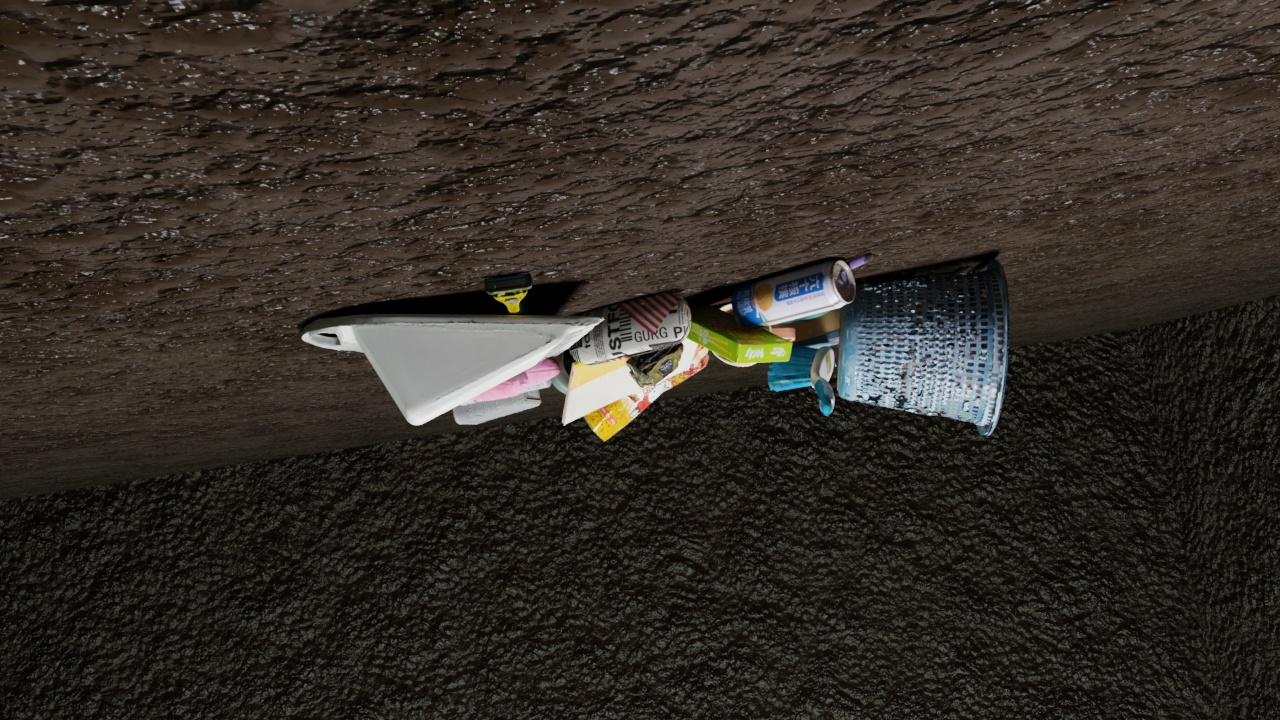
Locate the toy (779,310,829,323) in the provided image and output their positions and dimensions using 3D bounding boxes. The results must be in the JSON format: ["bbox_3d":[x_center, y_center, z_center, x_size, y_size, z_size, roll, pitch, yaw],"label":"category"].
[{"bbox_3d":[0.224,-0.069,1.284,0.092,0.030,0.096,-7,180,8],"label":"toy"}]

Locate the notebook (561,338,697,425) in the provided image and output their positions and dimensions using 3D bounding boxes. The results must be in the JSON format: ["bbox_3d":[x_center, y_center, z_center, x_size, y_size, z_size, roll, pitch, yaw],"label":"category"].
[{"bbox_3d":[-0.007,0.007,1.212,0.205,0.010,0.146,-23,153,-24],"label":"notebook"}]

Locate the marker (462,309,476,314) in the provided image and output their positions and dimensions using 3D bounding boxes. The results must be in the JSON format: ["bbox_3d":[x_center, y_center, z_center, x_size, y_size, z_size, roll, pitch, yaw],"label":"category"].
[{"bbox_3d":[-0.207,-0.035,1.021,0.016,0.017,0.146,-6,173,-26],"label":"marker"}]

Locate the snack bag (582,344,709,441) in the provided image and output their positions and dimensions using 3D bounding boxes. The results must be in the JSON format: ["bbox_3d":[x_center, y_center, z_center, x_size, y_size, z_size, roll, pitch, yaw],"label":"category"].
[{"bbox_3d":[0.009,0.031,1.336,0.208,0.073,0.128,-34,152,-1],"label":"snack bag"}]

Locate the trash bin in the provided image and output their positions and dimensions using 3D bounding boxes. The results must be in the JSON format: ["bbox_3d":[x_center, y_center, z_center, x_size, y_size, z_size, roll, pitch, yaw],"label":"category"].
[{"bbox_3d":[0.358,-0.021,1.196,0.195,0.226,0.226,3,177,12],"label":"trash bin"}]

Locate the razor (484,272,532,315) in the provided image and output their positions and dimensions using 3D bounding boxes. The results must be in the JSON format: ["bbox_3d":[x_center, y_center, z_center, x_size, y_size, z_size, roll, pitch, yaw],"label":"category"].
[{"bbox_3d":[-0.123,-0.059,0.887,0.043,0.028,0.132,-12,176,-7],"label":"razor"}]

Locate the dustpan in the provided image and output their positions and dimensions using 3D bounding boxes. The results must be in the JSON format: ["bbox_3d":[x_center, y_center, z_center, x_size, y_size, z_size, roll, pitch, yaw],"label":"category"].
[{"bbox_3d":[-0.203,-0.027,0.964,0.257,0.142,0.223,-30,-179,-16],"label":"dustpan"}]

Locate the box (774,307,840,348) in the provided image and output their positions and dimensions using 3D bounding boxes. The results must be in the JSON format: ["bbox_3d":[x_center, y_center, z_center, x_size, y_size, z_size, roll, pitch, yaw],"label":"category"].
[{"bbox_3d":[0.280,-0.053,1.377,0.089,0.060,0.185,-4,171,-36],"label":"box"}]

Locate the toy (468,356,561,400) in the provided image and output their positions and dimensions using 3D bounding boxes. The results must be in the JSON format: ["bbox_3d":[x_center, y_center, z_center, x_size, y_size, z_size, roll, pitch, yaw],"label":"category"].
[{"bbox_3d":[-0.186,0.012,1.150,0.194,0.075,0.179,-7,-162,-40],"label":"toy"}]

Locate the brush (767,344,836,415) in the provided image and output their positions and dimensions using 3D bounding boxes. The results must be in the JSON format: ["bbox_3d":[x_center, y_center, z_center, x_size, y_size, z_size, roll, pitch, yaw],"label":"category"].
[{"bbox_3d":[0.219,0.024,1.218,0.110,0.060,0.313,-2,-169,20],"label":"brush"}]

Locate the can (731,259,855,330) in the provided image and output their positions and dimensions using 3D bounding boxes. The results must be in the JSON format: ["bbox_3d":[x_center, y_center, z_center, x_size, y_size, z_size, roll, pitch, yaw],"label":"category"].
[{"bbox_3d":[0.172,-0.074,1.039,0.135,0.053,0.053,-14,172,40],"label":"can"}]

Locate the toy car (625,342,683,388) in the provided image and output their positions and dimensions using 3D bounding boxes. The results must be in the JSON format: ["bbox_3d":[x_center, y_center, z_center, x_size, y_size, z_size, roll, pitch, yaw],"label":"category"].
[{"bbox_3d":[0.021,0.002,1.145,0.070,0.042,0.158,-38,175,-4],"label":"toy car"}]

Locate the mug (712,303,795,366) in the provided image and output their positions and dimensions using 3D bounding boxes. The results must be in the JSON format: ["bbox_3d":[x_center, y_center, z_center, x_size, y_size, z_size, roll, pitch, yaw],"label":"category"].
[{"bbox_3d":[0.151,-0.033,1.238,0.114,0.081,0.106,-3,177,9],"label":"mug"}]

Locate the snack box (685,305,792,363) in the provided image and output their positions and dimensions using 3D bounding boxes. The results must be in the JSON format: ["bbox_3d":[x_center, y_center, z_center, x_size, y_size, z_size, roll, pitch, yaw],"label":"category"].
[{"bbox_3d":[0.100,-0.033,1.109,0.085,0.026,0.156,-4,-159,-35],"label":"snack box"}]

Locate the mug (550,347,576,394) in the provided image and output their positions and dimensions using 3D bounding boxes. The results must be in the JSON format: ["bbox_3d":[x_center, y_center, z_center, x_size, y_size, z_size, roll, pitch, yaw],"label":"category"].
[{"bbox_3d":[-0.069,0.000,1.280,0.111,0.082,0.106,-26,179,-20],"label":"mug"}]

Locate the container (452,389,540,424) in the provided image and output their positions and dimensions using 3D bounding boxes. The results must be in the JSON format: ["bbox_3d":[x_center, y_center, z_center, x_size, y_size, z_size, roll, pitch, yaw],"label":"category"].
[{"bbox_3d":[-0.221,0.042,1.401,0.114,0.090,0.090,-14,174,12],"label":"container"}]

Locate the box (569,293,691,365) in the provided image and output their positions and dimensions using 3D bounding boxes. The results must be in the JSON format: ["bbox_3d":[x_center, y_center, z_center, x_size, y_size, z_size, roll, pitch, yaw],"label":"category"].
[{"bbox_3d":[-0.017,-0.037,1.069,0.165,0.070,0.055,-16,147,30],"label":"box"}]

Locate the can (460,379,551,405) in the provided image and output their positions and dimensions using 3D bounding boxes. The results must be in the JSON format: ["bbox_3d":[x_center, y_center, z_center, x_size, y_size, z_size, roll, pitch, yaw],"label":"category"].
[{"bbox_3d":[-0.204,0.024,1.326,0.147,0.058,0.058,-12,174,9],"label":"can"}]

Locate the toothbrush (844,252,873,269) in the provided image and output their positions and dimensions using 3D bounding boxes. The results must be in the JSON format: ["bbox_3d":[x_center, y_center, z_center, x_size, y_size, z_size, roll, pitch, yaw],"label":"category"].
[{"bbox_3d":[0.213,-0.098,1.067,0.016,0.014,0.189,-14,177,-26],"label":"toothbrush"}]
